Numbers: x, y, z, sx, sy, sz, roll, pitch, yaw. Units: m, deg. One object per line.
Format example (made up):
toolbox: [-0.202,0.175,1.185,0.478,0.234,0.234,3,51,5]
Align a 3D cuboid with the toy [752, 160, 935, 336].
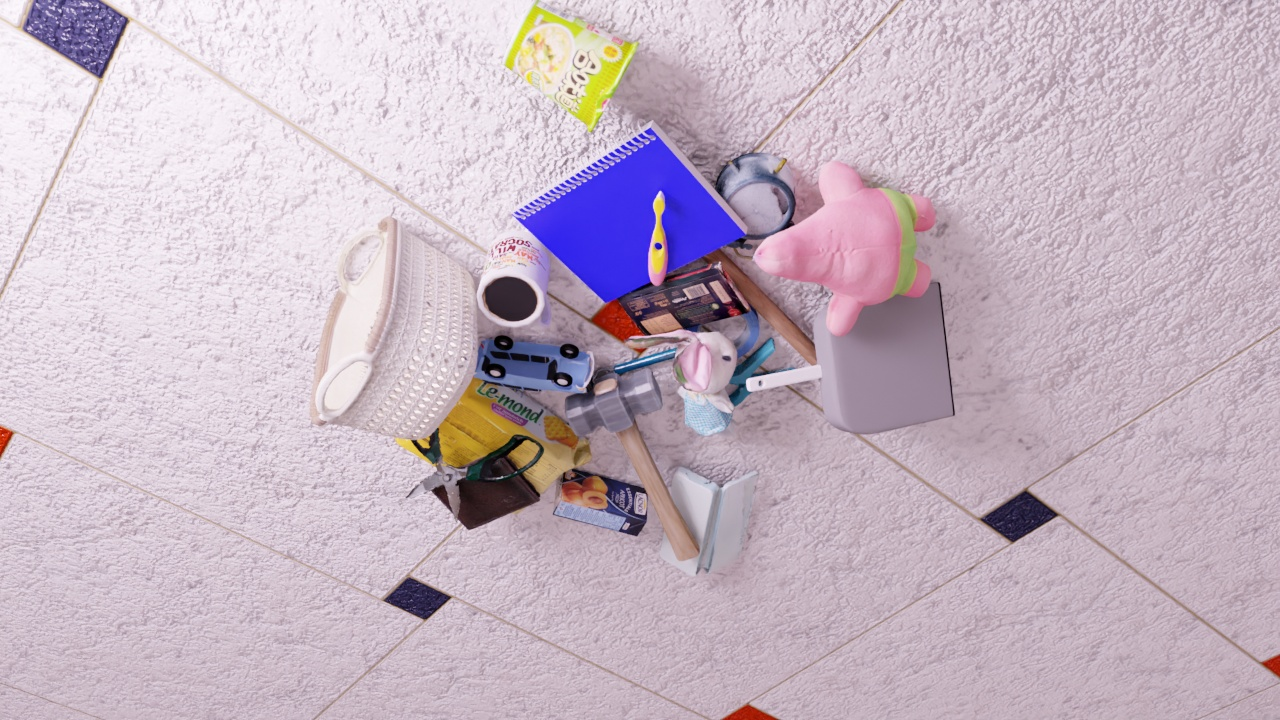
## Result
toy: [0.219,-0.119,0.991,0.236,0.097,0.192,-8,101,-29]

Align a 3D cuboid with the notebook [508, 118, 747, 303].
notebook: [-0.018,-0.157,1.007,0.210,0.022,0.171,-23,127,37]

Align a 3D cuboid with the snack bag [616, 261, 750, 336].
snack bag: [0.048,-0.068,1.079,0.156,0.018,0.074,-12,128,38]

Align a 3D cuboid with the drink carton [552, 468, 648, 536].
drink carton: [-0.054,0.201,1.296,0.130,0.064,0.040,17,132,-12]

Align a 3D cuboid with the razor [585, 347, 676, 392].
razor: [-0.007,0.007,1.171,0.144,0.022,0.042,-19,124,9]

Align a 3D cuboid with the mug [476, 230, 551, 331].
mug: [-0.136,-0.083,1.057,0.074,0.089,0.105,-23,124,18]

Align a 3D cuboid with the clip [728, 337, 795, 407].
clip: [0.126,0.014,1.172,0.127,0.028,0.113,-37,114,27]

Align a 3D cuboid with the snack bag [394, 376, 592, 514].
snack bag: [-0.204,0.108,1.223,0.247,0.068,0.160,37,121,-25]

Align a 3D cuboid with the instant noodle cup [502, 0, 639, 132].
instant noodle cup: [-0.071,-0.293,0.895,0.108,0.098,0.099,29,124,-10]

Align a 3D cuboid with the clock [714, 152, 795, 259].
clock: [0.127,-0.167,1.013,0.090,0.052,0.130,-3,133,3]

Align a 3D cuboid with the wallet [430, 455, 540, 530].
wallet: [-0.207,0.174,1.215,0.120,0.031,0.099,-22,127,15]

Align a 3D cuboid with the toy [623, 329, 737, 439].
toy: [0.086,0.025,1.116,0.105,0.131,0.205,-43,134,-7]

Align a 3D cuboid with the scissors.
scissors: [-0.238,0.106,1.155,0.202,0.015,0.204,-28,107,14]

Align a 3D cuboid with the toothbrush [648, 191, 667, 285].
toothbrush: [0.020,-0.130,1.001,0.021,0.016,0.136,7,143,5]

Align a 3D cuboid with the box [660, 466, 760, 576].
box: [0.098,0.231,1.335,0.125,0.075,0.198,-9,134,-18]

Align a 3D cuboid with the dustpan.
dustpan: [0.244,0.007,1.069,0.257,0.033,0.163,-10,96,-21]

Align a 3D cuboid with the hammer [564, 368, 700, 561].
hammer: [0.012,0.154,1.228,0.117,0.051,0.323,-19,123,9]

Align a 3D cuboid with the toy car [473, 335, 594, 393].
toy car: [-0.134,0.009,1.146,0.153,0.056,0.055,7,147,4]

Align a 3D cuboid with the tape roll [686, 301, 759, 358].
tape roll: [0.101,-0.040,1.133,0.091,0.016,0.093,37,120,-25]

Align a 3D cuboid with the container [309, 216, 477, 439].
container: [-0.272,-0.031,1.015,0.142,0.245,0.185,25,122,-28]

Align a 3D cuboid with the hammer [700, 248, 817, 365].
hammer: [0.170,-0.043,1.100,0.052,0.097,0.328,-38,111,27]
